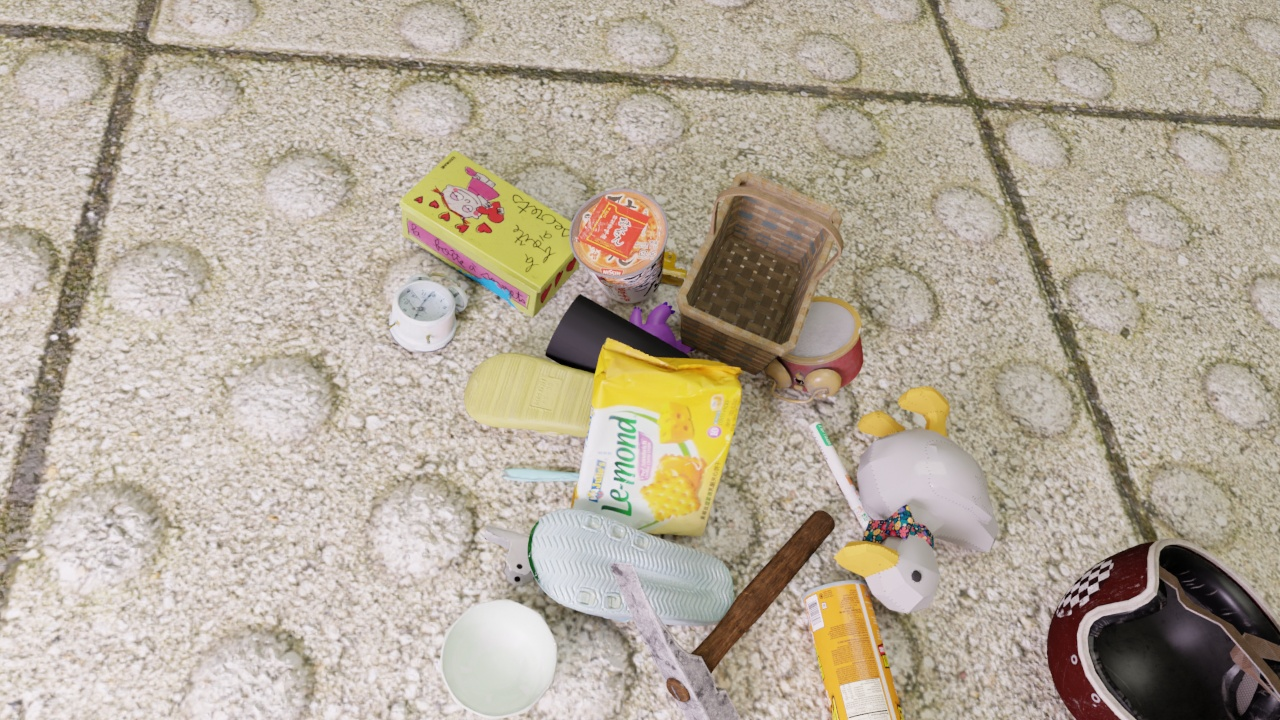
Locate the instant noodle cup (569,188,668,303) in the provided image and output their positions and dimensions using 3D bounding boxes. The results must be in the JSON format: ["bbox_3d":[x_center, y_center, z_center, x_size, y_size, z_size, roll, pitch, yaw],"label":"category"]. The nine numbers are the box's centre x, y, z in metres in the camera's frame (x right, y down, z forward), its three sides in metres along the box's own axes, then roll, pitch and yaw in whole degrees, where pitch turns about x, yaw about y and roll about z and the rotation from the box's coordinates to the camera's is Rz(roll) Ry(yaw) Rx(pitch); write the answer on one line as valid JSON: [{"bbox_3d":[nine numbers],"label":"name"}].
[{"bbox_3d":[-0.020,-0.137,1.188,0.124,0.122,0.123,-2,70,6],"label":"instant noodle cup"}]

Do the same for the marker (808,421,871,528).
[{"bbox_3d":[0.250,0.142,1.147,0.017,0.017,0.145,-14,63,-20],"label":"marker"}]

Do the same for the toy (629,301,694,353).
[{"bbox_3d":[0.011,-0.019,1.174,0.087,0.056,0.106,-41,108,-32],"label":"toy"}]

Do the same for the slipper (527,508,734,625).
[{"bbox_3d":[-0.012,0.238,1.004,0.245,0.074,0.103,18,61,-19],"label":"slipper"}]

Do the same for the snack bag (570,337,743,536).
[{"bbox_3d":[0.014,0.091,1.012,0.159,0.248,0.068,7,30,-10],"label":"snack bag"}]

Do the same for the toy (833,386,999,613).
[{"bbox_3d":[0.324,0.170,1.067,0.246,0.141,0.266,21,53,-24],"label":"toy"}]

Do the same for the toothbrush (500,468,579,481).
[{"bbox_3d":[-0.075,0.136,1.084,0.180,0.017,0.016,2,59,-9],"label":"toothbrush"}]

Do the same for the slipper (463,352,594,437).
[{"bbox_3d":[-0.111,0.047,1.088,0.191,0.081,0.091,8,77,14],"label":"slipper"}]

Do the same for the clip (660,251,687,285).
[{"bbox_3d":[0.037,-0.126,1.270,0.054,0.044,0.049,9,21,-5],"label":"clip"}]

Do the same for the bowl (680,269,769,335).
[{"bbox_3d":[0.105,-0.056,1.212,0.118,0.062,0.118,5,57,-8],"label":"bowl"}]

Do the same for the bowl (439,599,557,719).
[{"bbox_3d":[-0.145,0.310,0.935,0.117,0.061,0.117,5,57,-8],"label":"bowl"}]

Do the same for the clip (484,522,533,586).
[{"bbox_3d":[-0.131,0.223,1.022,0.102,0.046,0.056,16,53,-1],"label":"clip"}]

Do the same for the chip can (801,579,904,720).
[{"bbox_3d":[0.235,0.351,0.980,0.075,0.075,0.214,-2,59,-13],"label":"chip can"}]

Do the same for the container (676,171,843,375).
[{"bbox_3d":[0.150,-0.125,1.113,0.157,0.187,0.249,24,57,4],"label":"container"}]

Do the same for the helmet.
[{"bbox_3d":[0.569,0.313,0.965,0.233,0.254,0.233,36,34,5],"label":"helmet"}]

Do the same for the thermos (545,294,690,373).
[{"bbox_3d":[-0.007,0.006,1.100,0.198,0.086,0.085,30,57,2],"label":"thermos"}]

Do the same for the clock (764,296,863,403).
[{"bbox_3d":[0.223,-0.002,1.185,0.117,0.081,0.158,13,54,32],"label":"clock"}]

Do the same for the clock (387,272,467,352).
[{"bbox_3d":[-0.265,-0.065,1.145,0.083,0.057,0.117,20,50,1],"label":"clock"}]

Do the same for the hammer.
[{"bbox_3d":[0.112,0.229,1.004,0.299,0.037,0.218,-38,107,-38],"label":"hammer"}]

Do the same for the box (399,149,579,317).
[{"bbox_3d":[-0.192,-0.166,1.208,0.221,0.082,0.124,33,58,10],"label":"box"}]
